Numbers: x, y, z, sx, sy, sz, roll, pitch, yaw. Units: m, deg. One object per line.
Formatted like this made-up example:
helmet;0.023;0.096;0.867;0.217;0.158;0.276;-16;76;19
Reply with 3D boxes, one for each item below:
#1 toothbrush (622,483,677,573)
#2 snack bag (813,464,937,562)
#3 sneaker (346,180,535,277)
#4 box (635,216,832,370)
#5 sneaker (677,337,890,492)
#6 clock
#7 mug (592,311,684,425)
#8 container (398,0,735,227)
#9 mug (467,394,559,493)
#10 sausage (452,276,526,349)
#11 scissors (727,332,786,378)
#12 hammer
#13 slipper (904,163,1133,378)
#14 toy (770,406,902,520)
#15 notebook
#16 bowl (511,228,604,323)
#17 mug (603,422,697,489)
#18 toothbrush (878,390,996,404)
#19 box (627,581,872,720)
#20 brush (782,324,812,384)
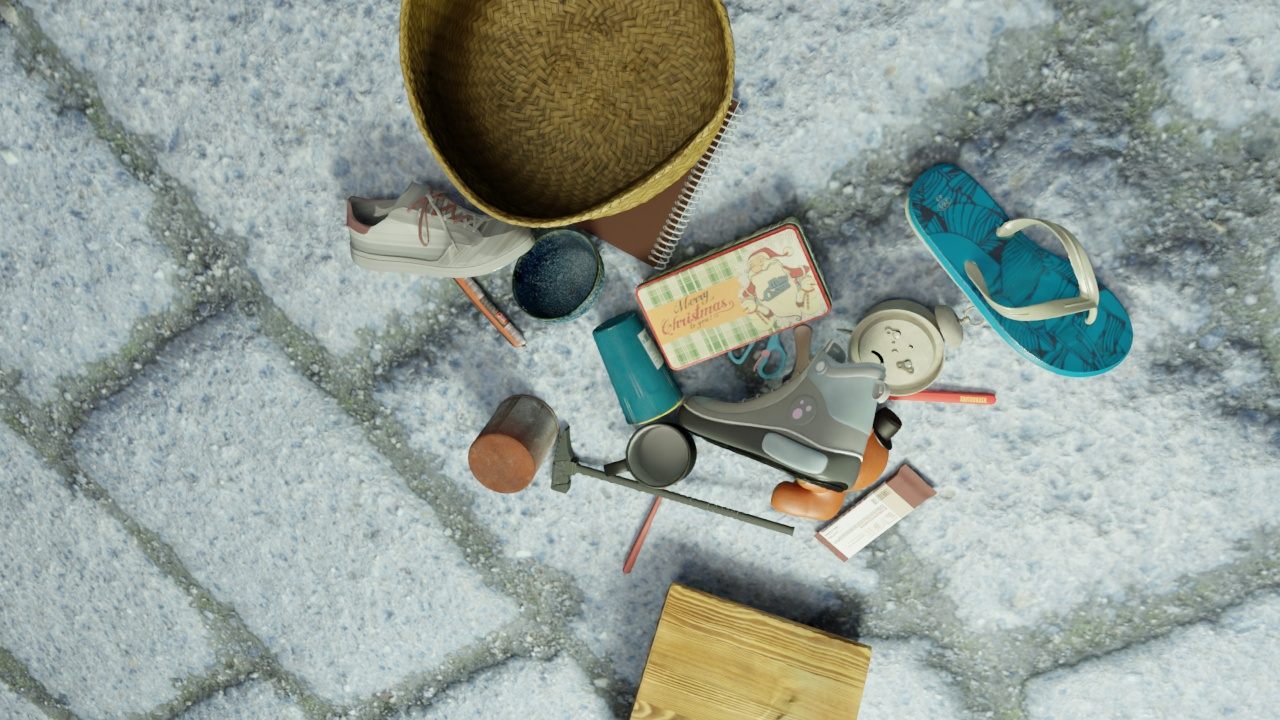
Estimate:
toothbrush;0.015;0.216;1.228;0.016;0.016;0.190;22;118;-3
snack bag;0.293;0.194;1.152;0.057;0.013;0.158;41;117;-5
sneaker;-0.241;-0.160;1.064;0.236;0.099;0.090;1;130;15
box;0.106;-0.073;1.044;0.206;0.050;0.118;-19;103;22
sneaker;0.159;0.042;1.046;0.093;0.257;0.160;25;87;-41
clock;0.306;-0.026;1.018;0.157;0.061;0.103;-23;104;30
mug;-0.007;0.006;1.103;0.078;0.078;0.121;-20;104;21
container;-0.061;-0.291;0.878;0.307;0.196;0.307;2;103;7
mug;-0.166;0.120;1.176;0.096;0.110;0.123;21;118;9
sausage;-0.194;-0.071;1.139;0.020;0.020;0.155;-35;103;25
scissors;0.146;-0.047;1.077;0.076;0.015;0.142;17;112;7
hammer;0.039;0.168;1.180;0.325;0.015;0.095;15;116;13
slipper;0.395;-0.087;0.945;0.295;0.060;0.118;42;90;-5
toy;0.236;0.124;1.082;0.176;0.112;0.096;-35;72;23
notebook;-0.005;-0.227;1.018;0.171;0.022;0.210;28;118;1
bowl;-0.087;-0.091;1.073;0.114;0.060;0.114;-8;70;21
mug;0.010;0.120;1.125;0.114;0.088;0.078;-16;84;7
toothbrush;0.303;0.042;1.065;0.212;0.017;0.012;3;110;8
box;0.122;0.507;1.287;0.279;0.285;0.337;18;160;3
brush;0.194;0.022;1.092;0.050;0.015;0.136;0;115;13
